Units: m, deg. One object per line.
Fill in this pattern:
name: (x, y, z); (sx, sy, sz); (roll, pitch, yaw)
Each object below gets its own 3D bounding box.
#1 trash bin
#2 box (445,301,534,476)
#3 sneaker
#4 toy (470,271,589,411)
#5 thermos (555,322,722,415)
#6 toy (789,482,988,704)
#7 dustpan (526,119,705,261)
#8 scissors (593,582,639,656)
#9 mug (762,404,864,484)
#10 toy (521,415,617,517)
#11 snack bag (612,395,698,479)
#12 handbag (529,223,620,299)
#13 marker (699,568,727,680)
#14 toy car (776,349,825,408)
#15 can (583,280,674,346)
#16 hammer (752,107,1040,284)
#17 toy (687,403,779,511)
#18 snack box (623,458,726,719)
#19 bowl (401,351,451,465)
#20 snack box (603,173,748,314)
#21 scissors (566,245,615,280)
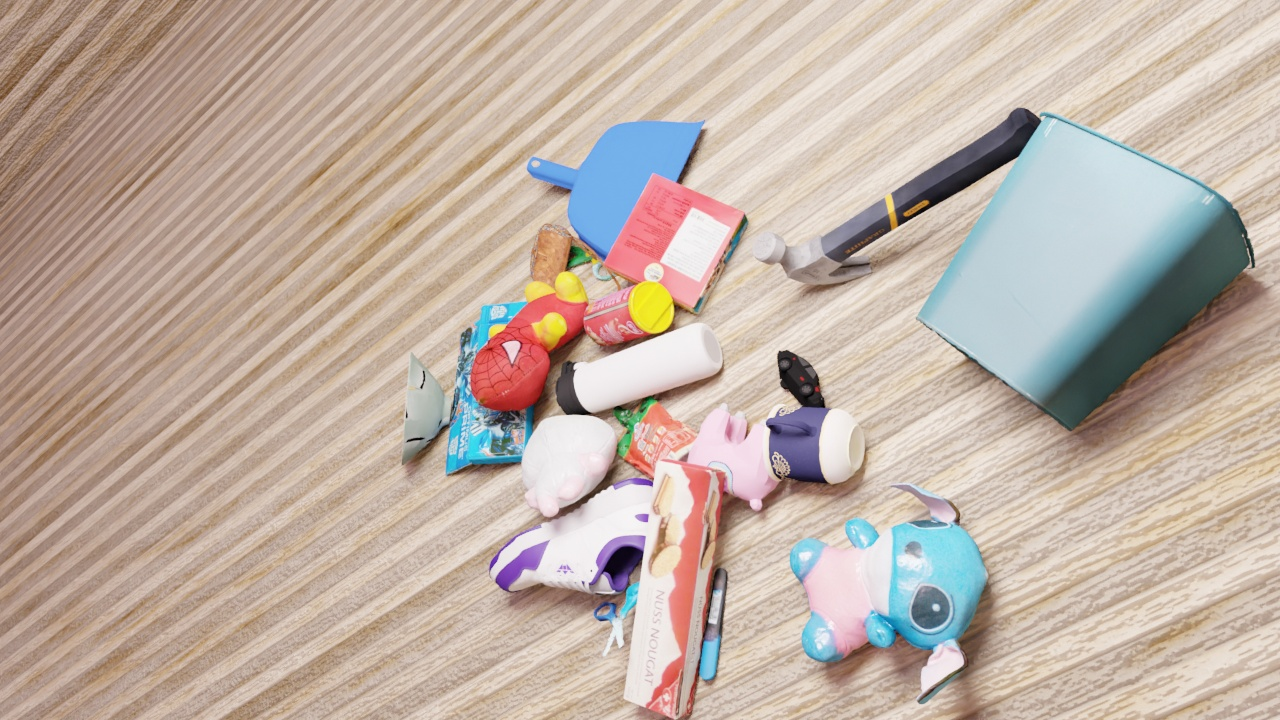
trash bin: (0.401, -0.072, 0.859); (0.219, 0.196, 0.199); (-54, 48, 11)
box: (-0.230, 0.037, 1.343); (0.176, 0.060, 0.243); (-15, 61, 31)
sneaker: (-0.070, 0.245, 1.119); (0.245, 0.091, 0.111); (-31, 60, 18)
toy: (-0.153, -0.019, 1.254); (0.148, 0.099, 0.215); (-16, 39, 57)
thermos: (-0.007, 0.007, 1.192); (0.230, 0.068, 0.101); (-20, 34, 26)
toy: (0.239, 0.231, 0.889); (0.192, 0.099, 0.223); (-24, 44, 32)
dustpan: (-0.062, -0.264, 1.337); (0.258, 0.059, 0.245); (21, 81, 22)
scissors: (-0.034, 0.307, 1.059); (0.083, 0.016, 0.134); (-30, 14, 22)
mug: (0.185, 0.086, 0.986); (0.089, 0.112, 0.085); (1, 65, 34)
toy: (-0.093, 0.133, 1.140); (0.139, 0.101, 0.179); (-33, 20, 12)
snack bag: (0.012, 0.097, 1.157); (0.155, 0.044, 0.087); (33, 94, 45)
handbag: (-0.096, -0.127, 1.305); (0.196, 0.043, 0.094); (33, 116, 43)
marker: (0.083, 0.295, 1.028); (0.018, 0.015, 0.122); (-2, 66, 30)
toy car: (0.188, 0.026, 1.057); (0.036, 0.042, 0.091); (-29, 52, -9)
can: (-0.017, -0.060, 1.202); (0.125, 0.066, 0.066); (-14, 60, 54)
hammer: (0.277, -0.169, 0.979); (0.314, 0.139, 0.035); (-33, 52, 43)
toy: (0.096, 0.133, 1.059); (0.123, 0.067, 0.157); (23, 89, 39)
snack box: (0.037, 0.250, 1.018); (0.077, 0.044, 0.273); (8, 89, 34)
bowl: (-0.320, 0.072, 1.381); (0.174, 0.068, 0.174); (-176, 91, -79)
snack box: (0.047, -0.155, 1.213); (0.143, 0.040, 0.145); (27, 87, 20)
scissors: (-0.074, -0.146, 1.344); (0.132, 0.012, 0.108); (-22, 58, 26)
